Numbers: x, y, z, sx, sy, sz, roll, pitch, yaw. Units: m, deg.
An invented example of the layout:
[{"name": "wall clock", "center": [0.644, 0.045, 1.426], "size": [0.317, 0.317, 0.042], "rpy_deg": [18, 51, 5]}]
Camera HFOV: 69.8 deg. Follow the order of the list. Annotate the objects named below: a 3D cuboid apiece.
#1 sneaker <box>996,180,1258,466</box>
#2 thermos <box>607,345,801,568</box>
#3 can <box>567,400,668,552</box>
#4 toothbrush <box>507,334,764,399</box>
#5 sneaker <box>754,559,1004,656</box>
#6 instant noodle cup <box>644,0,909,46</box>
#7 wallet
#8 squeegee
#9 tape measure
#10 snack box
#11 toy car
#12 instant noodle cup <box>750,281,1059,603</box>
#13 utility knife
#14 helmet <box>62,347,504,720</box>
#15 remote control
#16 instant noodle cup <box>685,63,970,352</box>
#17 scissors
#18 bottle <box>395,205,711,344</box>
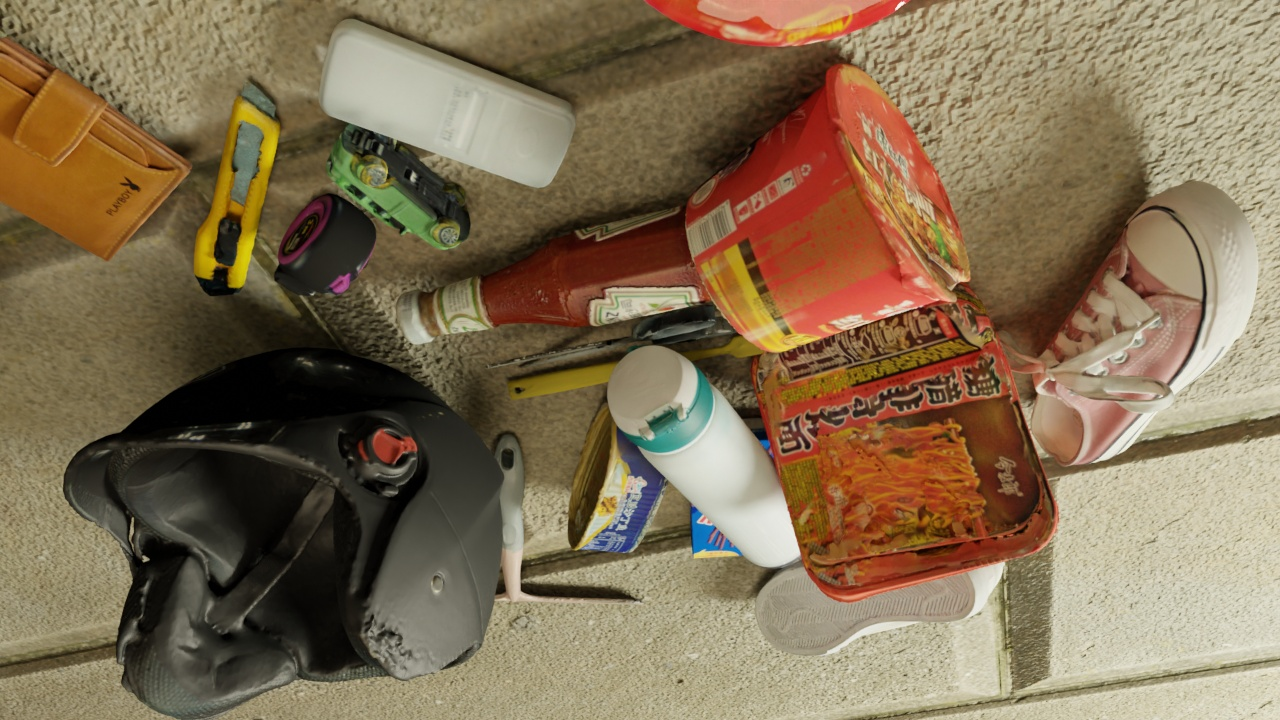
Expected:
[{"name": "sneaker", "center": [0.301, -0.006, 0.596], "size": [0.087, 0.118, 0.242], "rpy_deg": [-16, 142, -15]}, {"name": "thermos", "center": [0.052, 0.068, 0.631], "size": [0.073, 0.073, 0.224], "rpy_deg": [-22, 138, 19]}, {"name": "can", "center": [-0.017, 0.092, 0.701], "size": [0.049, 0.074, 0.148], "rpy_deg": [8, 135, -14]}, {"name": "toothbrush", "center": [-0.004, 0.004, 0.652], "size": [0.190, 0.016, 0.016], "rpy_deg": [-11, 99, 13]}, {"name": "sneaker", "center": [0.208, 0.200, 0.820], "size": [0.090, 0.089, 0.243], "rpy_deg": [-17, 171, -46]}, {"name": "instant noodle cup", "center": [0.063, -0.236, 0.383], "size": [0.194, 0.065, 0.194], "rpy_deg": [-1, 136, -1]}, {"name": "wallet", "center": [-0.330, -0.125, 0.508], "size": [0.119, 0.035, 0.130], "rpy_deg": [-29, 130, 32]}, {"name": "squeegee", "center": [-0.111, 0.156, 0.787], "size": [0.247, 0.040, 0.250], "rpy_deg": [2, 134, -3]}, {"name": "tape measure", "center": [-0.186, -0.068, 0.548], "size": [0.058, 0.057, 0.039], "rpy_deg": [-17, 140, 35]}, {"name": "snack box", "center": [0.082, 0.108, 0.752], "size": [0.084, 0.026, 0.157], "rpy_deg": [-4, 135, 1]}, {"name": "toy car", "center": [-0.137, -0.098, 0.529], "size": [0.036, 0.043, 0.091], "rpy_deg": [-37, 124, 26]}, {"name": "instant noodle cup", "center": [0.176, 0.057, 0.626], "size": [0.165, 0.188, 0.079], "rpy_deg": [-18, 164, 17]}, {"name": "utility knife", "center": [-0.243, -0.095, 0.547], "size": [0.033, 0.015, 0.165], "rpy_deg": [16, 132, -21]}, {"name": "helmet", "center": [-0.214, 0.102, 0.599], "size": [0.234, 0.229, 0.275], "rpy_deg": [-20, 125, 26]}, {"name": "remote control", "center": [-0.105, -0.139, 0.505], "size": [0.136, 0.020, 0.056], "rpy_deg": [16, 131, -17]}, {"name": "instant noodle cup", "center": [0.098, -0.076, 0.505], "size": [0.109, 0.137, 0.138], "rpy_deg": [-27, 130, 34]}, {"name": "scissors", "center": [-0.012, -0.012, 0.609], "size": [0.175, 0.014, 0.160], "rpy_deg": [-8, 173, -23]}, {"name": "bottle", "center": [-0.051, -0.046, 0.570], "size": [0.206, 0.059, 0.060], "rpy_deg": [-12, 134, 10]}]
